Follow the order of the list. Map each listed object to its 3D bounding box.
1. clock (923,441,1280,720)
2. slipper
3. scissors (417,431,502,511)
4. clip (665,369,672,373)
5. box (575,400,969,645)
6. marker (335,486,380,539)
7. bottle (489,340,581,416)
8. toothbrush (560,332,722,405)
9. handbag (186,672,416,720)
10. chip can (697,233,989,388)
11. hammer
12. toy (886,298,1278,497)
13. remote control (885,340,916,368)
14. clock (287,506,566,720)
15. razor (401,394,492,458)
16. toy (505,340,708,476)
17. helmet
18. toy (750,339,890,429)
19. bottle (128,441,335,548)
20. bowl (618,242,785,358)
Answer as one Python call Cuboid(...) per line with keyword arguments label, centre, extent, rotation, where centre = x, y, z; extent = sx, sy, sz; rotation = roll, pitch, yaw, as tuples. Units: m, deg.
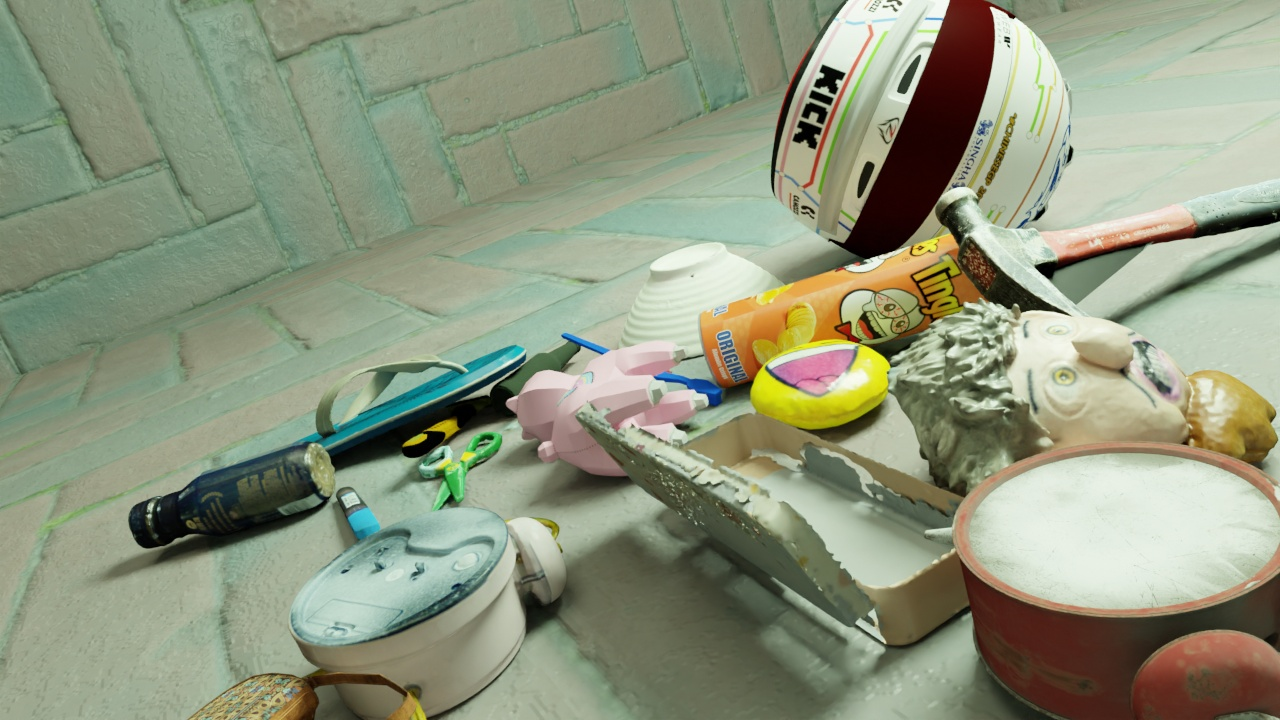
Cuboid(label="clock", centre=(0.183, 0.087, 0.315), extent=(0.109, 0.062, 0.157), rotation=(-23, 19, -14))
Cuboid(label="slipper", centre=(-0.244, 0.036, 0.843), extent=(0.295, 0.060, 0.118), rotation=(-24, 6, 1))
Cuboid(label="scissors", centre=(-0.154, 0.090, 0.712), extent=(0.078, 0.013, 0.131), rotation=(-17, 18, 11))
Cuboid(label="clip", centre=(0.000, 0.007, 0.766), extent=(0.059, 0.039, 0.023), rotation=(-34, 30, -30))
Cuboid(label="box", centre=(0.062, 0.058, 0.467), extent=(0.121, 0.094, 0.217), rotation=(-21, 18, -21))
Cuboid(label="marker", centre=(-0.215, 0.115, 0.696), extent=(0.018, 0.015, 0.123), rotation=(-22, 15, -22))
Cuboid(label="bottle", centre=(-0.092, 0.011, 0.851), extent=(0.033, 0.033, 0.122), rotation=(-6, 21, 32))
Cuboid(label="toothbrush", centre=(-0.004, 0.004, 0.751), extent=(0.016, 0.011, 0.187), rotation=(-32, 35, -33))
Cuboid(label="handbag", centre=(-0.147, 0.164, 0.382), extent=(0.196, 0.043, 0.093), rotation=(-27, 9, 36))
Cuboid(label="chip can", centre=(0.151, -0.037, 0.681), extent=(0.211, 0.062, 0.062), rotation=(-17, 18, 17))
Cuboid(label="hammer", centre=(0.372, -0.087, 0.620), extent=(0.325, 0.036, 0.140), rotation=(-13, 56, -14))
Cuboid(label="toy", centre=(0.209, 0.017, 0.445), extent=(0.176, 0.076, 0.132), rotation=(5, 46, 18))
Cuboid(label="remote control", centre=(0.222, -0.014, 0.653), extent=(0.124, 0.010, 0.039), rotation=(-26, 20, -23))
Cuboid(label="clock", centre=(-0.107, 0.124, 0.493), extent=(0.117, 0.059, 0.157), rotation=(-4, 23, 35))
Cuboid(label="razor", centre=(-0.169, 0.057, 0.789), extent=(0.044, 0.021, 0.144), rotation=(-14, 8, 13))
Cuboid(label="toy", centre=(-0.035, 0.037, 0.667), extent=(0.158, 0.067, 0.123), rotation=(-14, 20, 26))
Cuboid(label="helmet", centre=(0.249, -0.196, 0.800), extent=(0.236, 0.231, 0.313), rotation=(22, 21, 6))
Cuboid(label="toy", centre=(0.121, 0.017, 0.615), extent=(0.095, 0.041, 0.094), rotation=(-13, 22, 8))
Cuboid(label="bottle", centre=(-0.333, 0.112, 0.749), extent=(0.161, 0.056, 0.056), rotation=(-18, 18, 2))
Cuboid(label="bowl", centre=(0.054, -0.067, 0.874), extent=(0.177, 0.071, 0.177), rotation=(-16, 19, 6))
